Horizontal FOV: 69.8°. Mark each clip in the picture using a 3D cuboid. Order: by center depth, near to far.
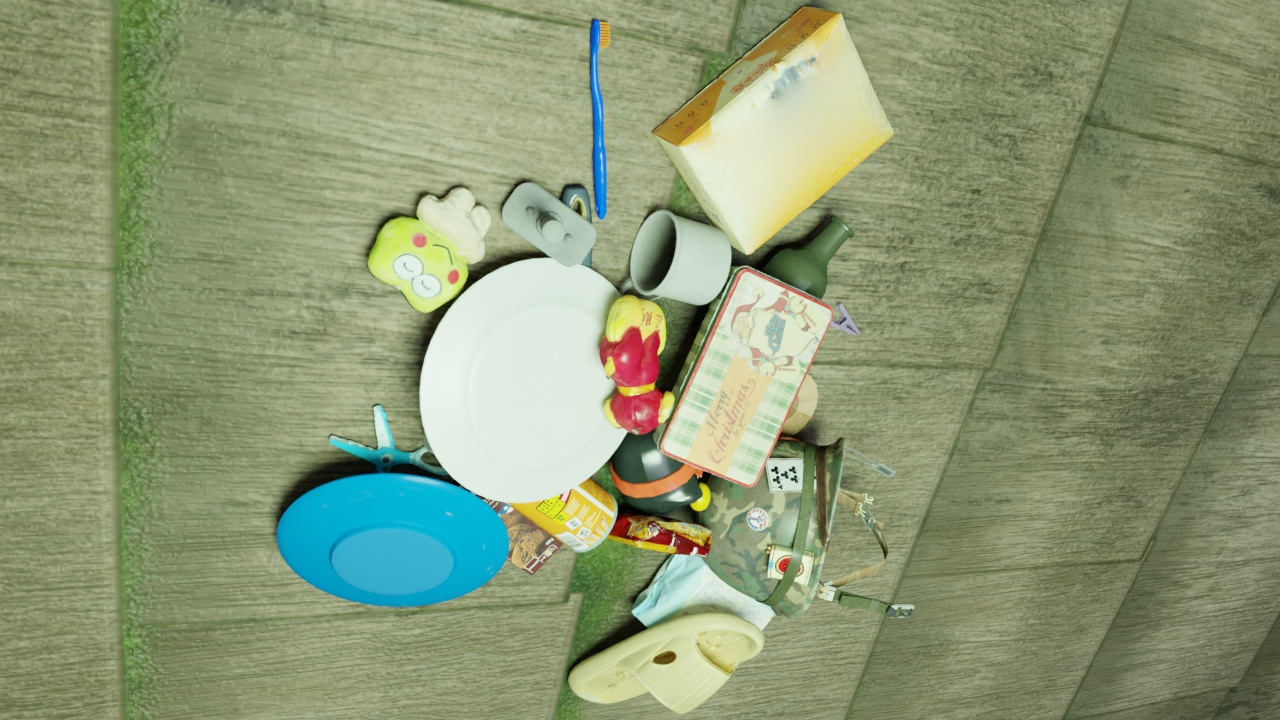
[{"bbox_3d":[0.231,-0.043,1.064,0.046,0.014,0.050,-27,121,-10],"label":"clip"}]

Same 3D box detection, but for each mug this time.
[{"bbox_3d":[0.032,-0.091,0.914,0.070,0.084,0.113,11,139,-31],"label":"mug"}]

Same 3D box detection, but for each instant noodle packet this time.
[{"bbox_3d":[0.009,0.190,1.015,0.098,0.136,0.039,10,83,-30],"label":"instant noodle packet"}]

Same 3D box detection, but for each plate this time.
[{"bbox_3d":[-0.094,0.023,0.882,0.242,0.016,0.243,-10,108,-32],"label":"plate"},{"bbox_3d":[-0.243,0.191,0.907,0.224,0.024,0.225,-3,135,-3],"label":"plate"}]

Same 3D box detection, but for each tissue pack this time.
[{"bbox_3d":[0.079,0.302,1.137,0.182,0.070,0.112,38,96,-31],"label":"tissue pack"}]

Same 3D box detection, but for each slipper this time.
[{"bbox_3d":[0.023,0.372,1.081,0.262,0.079,0.111,-27,126,26],"label":"slipper"}]

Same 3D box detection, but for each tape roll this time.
[{"bbox_3d":[0.159,0.047,1.067,0.094,0.027,0.094,-10,119,-20],"label":"tape roll"}]

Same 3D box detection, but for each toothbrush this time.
[{"bbox_3d":[-0.036,-0.219,0.850,0.018,0.016,0.183,-14,120,-24],"label":"toothbrush"}]

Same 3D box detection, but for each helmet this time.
[{"bbox_3d":[0.184,0.186,1.038,0.236,0.192,0.225,31,121,-4],"label":"helmet"}]

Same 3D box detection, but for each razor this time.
[{"bbox_3d":[-0.079,-0.117,0.808,0.088,0.116,0.047,35,95,-13],"label":"razor"}]

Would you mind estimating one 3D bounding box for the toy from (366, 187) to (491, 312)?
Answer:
[{"bbox_3d":[-0.184,-0.103,0.826,0.115,0.046,0.092,-48,121,-5],"label":"toy"}]

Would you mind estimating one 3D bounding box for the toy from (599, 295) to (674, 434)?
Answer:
[{"bbox_3d":[-0.005,0.005,0.889,0.105,0.067,0.137,-15,106,-56],"label":"toy"}]

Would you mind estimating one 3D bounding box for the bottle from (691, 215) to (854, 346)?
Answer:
[{"bbox_3d":[0.146,-0.067,0.977,0.207,0.071,0.071,-48,124,4],"label":"bottle"}]

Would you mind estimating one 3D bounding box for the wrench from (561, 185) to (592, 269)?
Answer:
[{"bbox_3d":[-0.067,-0.041,0.923,0.073,0.022,0.274,-6,118,-19],"label":"wrench"}]

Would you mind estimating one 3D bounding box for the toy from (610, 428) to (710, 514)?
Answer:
[{"bbox_3d":[0.014,0.106,0.991,0.100,0.097,0.119,-18,123,3],"label":"toy"}]

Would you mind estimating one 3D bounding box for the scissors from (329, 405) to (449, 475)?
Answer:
[{"bbox_3d":[-0.255,0.109,0.922,0.134,0.012,0.134,24,104,-35],"label":"scissors"}]

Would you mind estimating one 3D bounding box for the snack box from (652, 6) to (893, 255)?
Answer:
[{"bbox_3d":[0.135,-0.220,0.888,0.195,0.080,0.145,-40,125,-1],"label":"snack box"}]

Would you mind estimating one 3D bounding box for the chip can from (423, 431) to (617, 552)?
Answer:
[{"bbox_3d":[-0.119,0.116,0.948,0.075,0.075,0.215,-45,124,2],"label":"chip can"}]

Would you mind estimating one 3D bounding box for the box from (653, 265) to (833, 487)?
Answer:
[{"bbox_3d":[0.103,0.016,0.923,0.117,0.050,0.205,24,96,-11],"label":"box"}]

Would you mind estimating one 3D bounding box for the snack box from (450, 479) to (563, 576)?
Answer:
[{"bbox_3d":[-0.150,0.175,0.989,0.051,0.032,0.141,-45,124,2],"label":"snack box"}]
